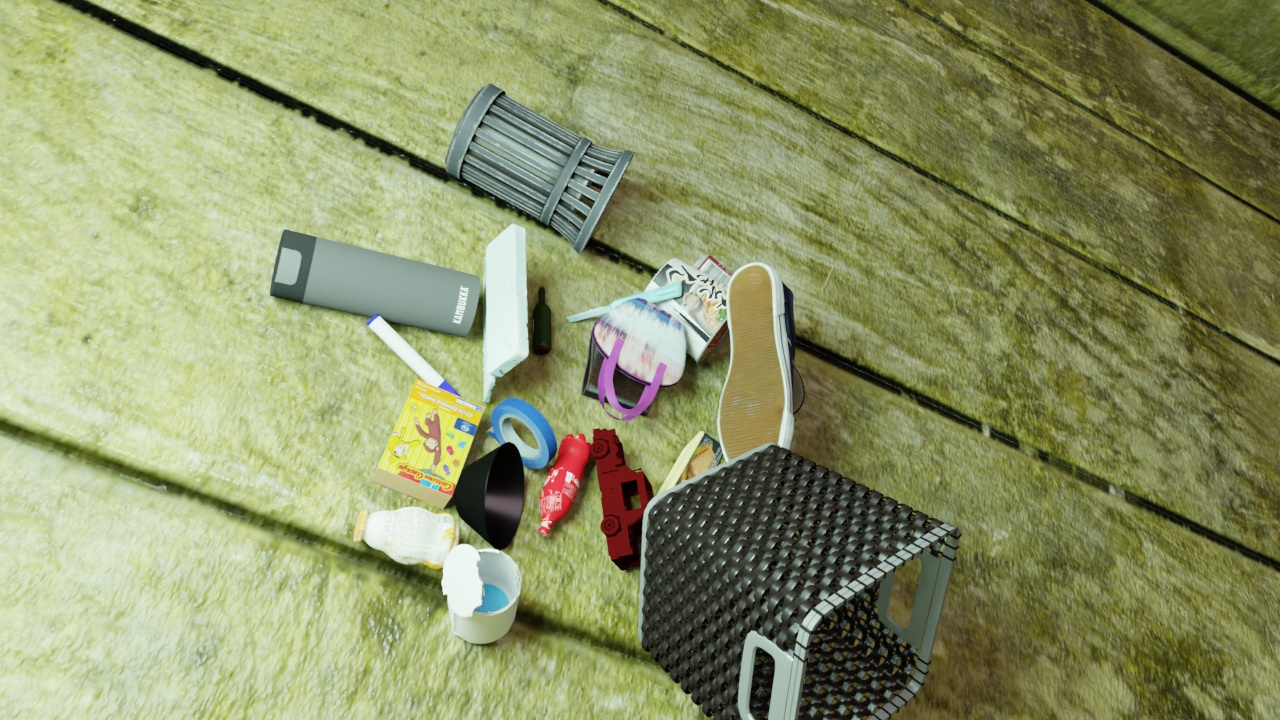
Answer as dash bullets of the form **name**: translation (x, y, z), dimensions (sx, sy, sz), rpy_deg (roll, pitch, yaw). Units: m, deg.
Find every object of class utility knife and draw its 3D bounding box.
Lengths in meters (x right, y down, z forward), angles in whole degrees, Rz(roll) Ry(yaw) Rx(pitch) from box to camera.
- **utility knife**: translation (-0.022, -0.080, 1.280), dimensions (0.168, 0.015, 0.022), rpy_deg (-15, 71, 3)

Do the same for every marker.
- **marker**: translation (-0.278, 0.000, 1.125), dimensions (0.141, 0.020, 0.020), rpy_deg (46, 49, -11)

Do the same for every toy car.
- **toy car**: translation (-0.019, 0.166, 1.136), dimensions (0.062, 0.070, 0.169), rpy_deg (-13, 62, 7)

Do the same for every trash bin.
- **trash bin**: translation (-0.147, -0.277, 1.304), dimensions (0.227, 0.165, 0.163), rpy_deg (28, 51, -5)

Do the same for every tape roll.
- **tape roll**: translation (-0.142, 0.089, 1.114), dimensions (0.091, 0.093, 0.016), rpy_deg (41, 50, 8)

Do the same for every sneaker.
- **sneaker**: translation (0.171, 0.025, 1.224), dimensions (0.127, 0.121, 0.294), rpy_deg (24, 64, -48)

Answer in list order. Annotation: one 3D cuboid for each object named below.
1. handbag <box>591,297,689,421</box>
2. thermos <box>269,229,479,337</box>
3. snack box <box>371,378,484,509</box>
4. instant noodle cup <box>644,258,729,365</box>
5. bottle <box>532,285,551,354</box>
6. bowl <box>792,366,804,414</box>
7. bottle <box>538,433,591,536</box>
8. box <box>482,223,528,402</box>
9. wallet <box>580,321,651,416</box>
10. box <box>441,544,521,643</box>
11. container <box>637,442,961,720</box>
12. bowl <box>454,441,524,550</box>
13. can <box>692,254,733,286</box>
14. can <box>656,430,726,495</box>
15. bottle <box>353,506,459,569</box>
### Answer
- **handbag**: translation (-0.007, 0.007, 1.226), dimensions (0.144, 0.068, 0.169), rpy_deg (30, 50, -13)
- **thermos**: translation (-0.327, -0.094, 1.137), dimensions (0.240, 0.082, 0.082), rpy_deg (12, 56, -21)
- **snack box**: translation (-0.249, 0.098, 1.085), dimensions (0.088, 0.040, 0.125), rpy_deg (24, 52, -13)
- **instant noodle cup**: translation (0.073, -0.078, 1.328), dimensions (0.122, 0.124, 0.123), rpy_deg (38, 50, 10)
- **bottle**: translation (-0.135, -0.057, 1.255), dimensions (0.025, 0.025, 0.106), rpy_deg (10, 57, -23)
- **bowl**: translation (0.174, 0.044, 1.333), dimensions (0.115, 0.059, 0.115), rpy_deg (13, 55, -20)
- **bottle**: translation (-0.097, 0.153, 1.131), dimensions (0.042, 0.042, 0.141), rpy_deg (28, 52, -10)
- **box**: translation (-0.181, -0.061, 1.159), dimensions (0.043, 0.136, 0.196), rpy_deg (13, 55, -27)
- **wallet**: translation (-0.028, 0.010, 1.268), dimensions (0.099, 0.031, 0.119), rpy_deg (21, 52, -19)
- **box**: translation (-0.169, 0.242, 0.963), dimensions (0.091, 0.161, 0.081), rpy_deg (-3, 57, -17)
- **container**: translation (0.161, 0.263, 1.019), dimensions (0.244, 0.248, 0.244), rpy_deg (-19, 34, -36)
- **bowl**: translation (-0.181, 0.155, 1.062), dimensions (0.052, 0.124, 0.123), rpy_deg (2, 53, 13)
- **can**: translation (0.123, -0.105, 1.397), dimensions (0.114, 0.063, 0.063), rpy_deg (40, 50, 0)
- **can**: translation (0.086, 0.172, 1.199), dimensions (0.101, 0.073, 0.130), rpy_deg (35, 51, -1)
- **bottle**: translation (-0.257, 0.191, 1.008), dimensions (0.108, 0.063, 0.063), rpy_deg (15, 55, -19)
